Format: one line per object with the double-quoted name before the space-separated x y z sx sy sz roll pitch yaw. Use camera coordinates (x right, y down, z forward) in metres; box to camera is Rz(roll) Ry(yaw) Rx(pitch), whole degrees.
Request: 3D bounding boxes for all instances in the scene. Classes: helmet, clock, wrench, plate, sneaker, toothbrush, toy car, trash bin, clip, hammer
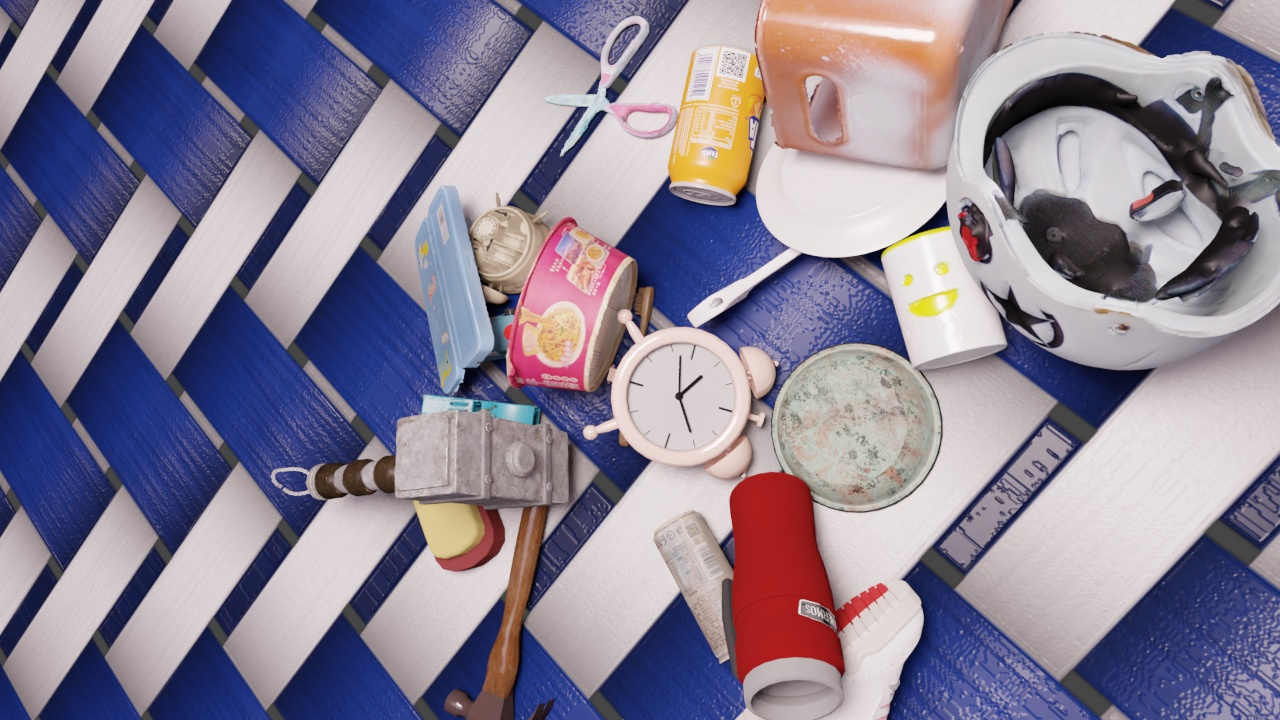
"helmet" 0.349 -0.112 0.710 0.236 0.164 0.264 -34 72 -13
"clock" -0.155 -0.108 1.003 0.093 0.054 0.141 23 88 25
"wrench" 0.160 -0.113 0.863 0.274 0.066 0.018 -34 88 13
"clock" 0.041 0.035 0.887 0.160 0.086 0.131 16 90 8
"plate" 0.193 -0.179 0.840 0.189 0.016 0.188 -13 58 22
"sneaker" 0.177 0.303 0.795 0.104 0.090 0.236 41 93 1
"toothbrush" -0.006 0.006 0.945 0.016 0.016 0.166 7 86 25
"toy car" -0.171 -0.026 1.019 0.108 0.027 0.060 -7 80 24
"trash bin" 0.220 -0.306 0.765 0.157 0.181 0.259 19 74 23
"clip" -0.165 0.056 1.002 0.120 0.103 0.027 5 89 18
"hammer" -0.126 0.241 0.964 0.115 0.033 0.323 10 87 27
"hammer" -0.245 0.115 0.936 0.327 0.176 0.079 -10 74 30

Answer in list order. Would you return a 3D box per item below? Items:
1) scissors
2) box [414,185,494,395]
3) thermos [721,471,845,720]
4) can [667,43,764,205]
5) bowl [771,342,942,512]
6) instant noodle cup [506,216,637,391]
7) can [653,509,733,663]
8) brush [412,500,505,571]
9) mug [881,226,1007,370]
"scissors" -0.030 -0.298 0.998 0.171 0.013 0.173 12 90 29
"box" -0.212 -0.076 1.005 0.126 0.020 0.208 -40 58 46
"thermos" 0.111 0.201 0.781 0.108 0.084 0.198 -40 31 31
"can" 0.075 -0.231 0.902 0.079 0.079 0.142 11 88 25
"bowl" 0.191 0.059 0.835 0.158 0.038 0.157 -3 82 24
"instant noodle cup" -0.060 -0.045 0.902 0.078 0.178 0.178 19 91 9
"can" 0.065 0.211 0.866 0.054 0.054 0.135 -36 71 17
"brush" -0.214 0.146 1.009 0.082 0.041 0.173 -30 72 19
"mug" 0.262 -0.053 0.793 0.083 0.082 0.106 -17 78 22
